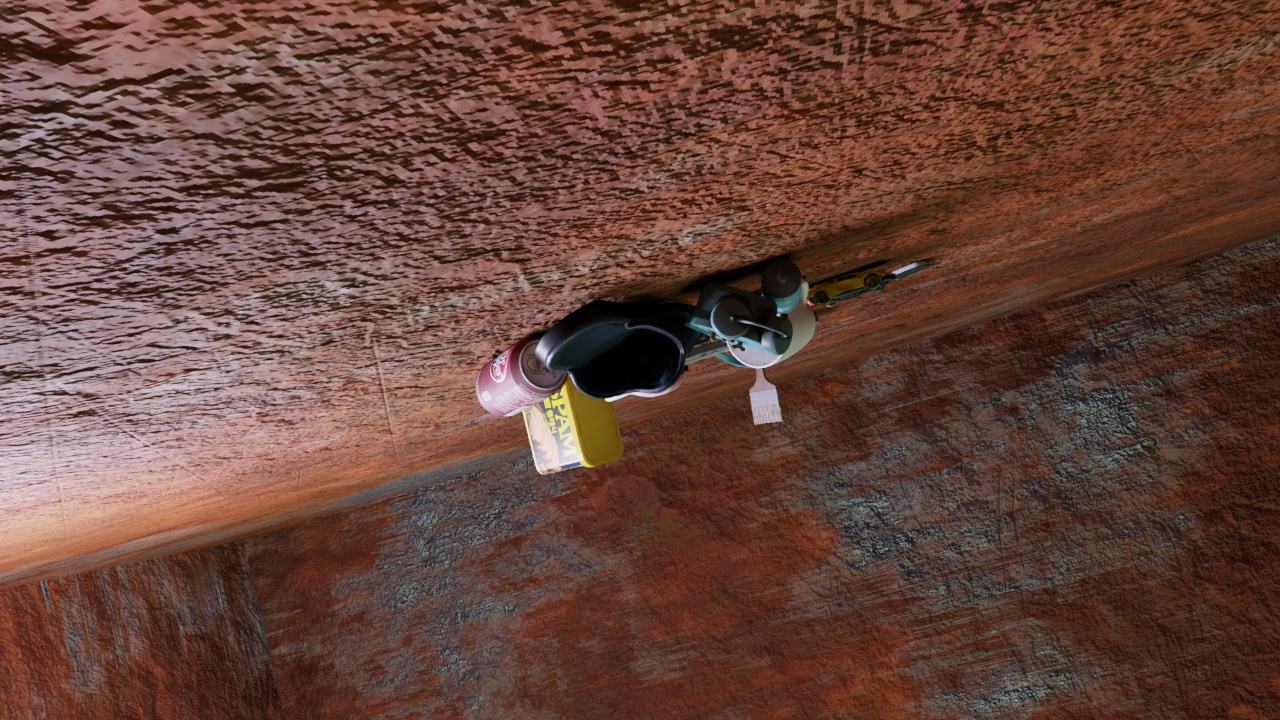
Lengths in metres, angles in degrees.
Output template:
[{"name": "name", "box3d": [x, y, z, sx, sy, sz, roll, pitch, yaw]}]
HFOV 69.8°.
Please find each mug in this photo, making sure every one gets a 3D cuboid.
[{"name": "mug", "box3d": [0.163, -0.051, 1.062, 0.087, 0.081, 0.114, -17, 146, -53]}]

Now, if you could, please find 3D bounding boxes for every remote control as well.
[{"name": "remote control", "box3d": [0.320, -0.105, 1.219, 0.045, 0.008, 0.147, -10, 171, -40]}]

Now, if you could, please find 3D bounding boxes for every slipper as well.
[{"name": "slipper", "box3d": [0.169, -0.018, 1.359, 0.268, 0.054, 0.098, -14, 171, -30]}, {"name": "slipper", "box3d": [-0.002, 0.001, 0.915, 0.109, 0.083, 0.265, -41, 164, 20]}]

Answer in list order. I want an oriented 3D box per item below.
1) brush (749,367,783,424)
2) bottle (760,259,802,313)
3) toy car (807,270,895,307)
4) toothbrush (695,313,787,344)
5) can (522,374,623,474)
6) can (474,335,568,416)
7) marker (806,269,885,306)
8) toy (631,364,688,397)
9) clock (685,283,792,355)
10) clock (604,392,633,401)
[{"name": "brush", "box3d": [0.166, 0.015, 1.264, 0.045, 0.143, 0.008, -10, 177, 37]}, {"name": "bottle", "box3d": [0.141, -0.074, 0.915, 0.040, 0.040, 0.130, -17, 173, 7]}, {"name": "toy car", "box3d": [0.252, -0.088, 1.098, 0.107, 0.030, 0.049, -16, 173, 20]}, {"name": "toothbrush", "box3d": [0.089, -0.035, 1.021, 0.031, 0.031, 0.197, 10, 172, -39]}, {"name": "can", "box3d": [-0.096, 0.080, 1.229, 0.105, 0.135, 0.075, -19, 174, 43]}, {"name": "can", "box3d": [-0.123, 0.017, 0.943, 0.063, 0.063, 0.114, -12, 172, -33]}, {"name": "marker", "box3d": [0.251, -0.088, 1.179, 0.143, 0.013, 0.012, -22, 171, 40]}, {"name": "toy", "box3d": [0.029, 0.031, 1.473, 0.093, 0.050, 0.102, -22, 175, 20]}, {"name": "clock", "box3d": [0.096, -0.038, 0.880, 0.090, 0.053, 0.124, 17, 178, -25]}, {"name": "clock", "box3d": [-0.006, 0.006, 1.082, 0.083, 0.057, 0.117, -22, 180, 41]}]
